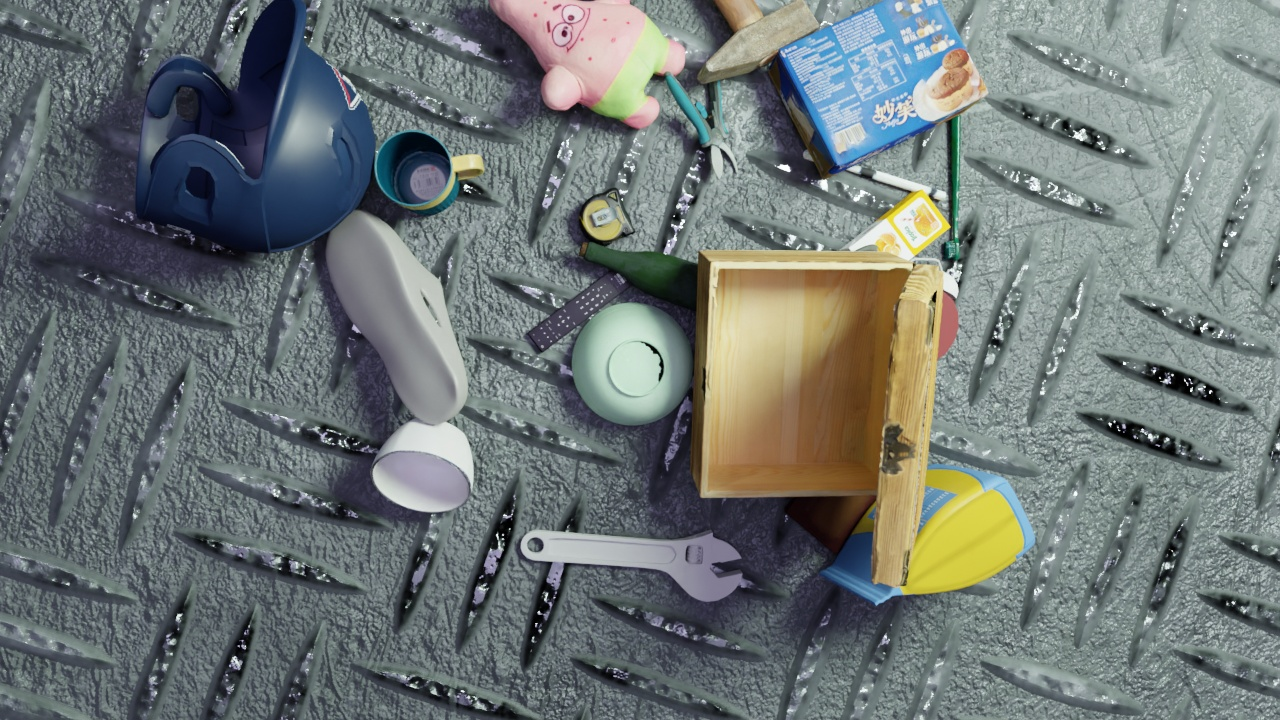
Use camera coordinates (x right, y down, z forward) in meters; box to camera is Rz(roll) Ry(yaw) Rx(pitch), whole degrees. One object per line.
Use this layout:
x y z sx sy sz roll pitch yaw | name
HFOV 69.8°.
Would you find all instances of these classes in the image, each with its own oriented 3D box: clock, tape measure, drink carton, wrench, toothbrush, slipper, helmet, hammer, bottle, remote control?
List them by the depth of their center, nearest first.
-0.387 -0.243 0.964 0.222 0.232 0.273 7 122 -34 | helmet
-0.264 -0.053 1.061 0.113 0.080 0.266 -39 78 32 | slipper
0.067 -0.479 1.081 0.157 0.037 0.301 -33 91 -17 | hammer
0.011 -0.105 1.092 0.174 0.055 0.055 18 91 -6 | bottle
-0.043 -0.169 1.096 0.061 0.034 0.061 -26 94 -2 | tape measure
-0.072 -0.063 1.111 0.140 0.009 0.030 -37 95 -2 | remote control
0.336 -0.056 1.114 0.096 0.048 0.138 -1 103 -20 | clock
0.308 -0.147 1.125 0.122 0.040 0.058 -39 95 -2 | drink carton
-0.011 0.246 1.128 0.273 0.018 0.087 4 94 -4 | wrench
0.290 -0.229 1.132 0.187 0.017 0.012 16 90 -5 | toothbrush
0.388 -0.219 1.142 0.017 0.016 0.190 0 92 -1 | toothbrush

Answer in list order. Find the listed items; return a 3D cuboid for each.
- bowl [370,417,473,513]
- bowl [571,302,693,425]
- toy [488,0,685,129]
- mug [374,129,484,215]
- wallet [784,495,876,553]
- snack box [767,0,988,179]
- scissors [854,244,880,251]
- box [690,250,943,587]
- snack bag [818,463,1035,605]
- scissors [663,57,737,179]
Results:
-0.246 0.117 1.057 0.116 0.065 0.116 3 135 3 | bowl
-0.006 0.006 1.087 0.151 0.077 0.151 0 93 -5 | bowl
-0.066 -0.367 1.052 0.236 0.097 0.192 27 81 -12 | toy
-0.234 -0.211 1.041 0.113 0.107 0.083 -11 91 -4 | mug
0.249 0.172 1.148 0.091 0.018 0.115 40 87 -5 | wallet
0.279 -0.331 1.091 0.202 0.069 0.155 -26 87 -5 | snack box
0.202 -0.051 1.118 0.216 0.016 0.225 24 104 7 | scissors
0.219 0.041 0.955 0.284 0.323 0.279 -1 103 -7 | box
0.324 0.214 1.076 0.205 0.159 0.102 -29 96 -11 | snack bag
0.081 -0.299 1.099 0.154 0.019 0.124 41 60 -31 | scissors
